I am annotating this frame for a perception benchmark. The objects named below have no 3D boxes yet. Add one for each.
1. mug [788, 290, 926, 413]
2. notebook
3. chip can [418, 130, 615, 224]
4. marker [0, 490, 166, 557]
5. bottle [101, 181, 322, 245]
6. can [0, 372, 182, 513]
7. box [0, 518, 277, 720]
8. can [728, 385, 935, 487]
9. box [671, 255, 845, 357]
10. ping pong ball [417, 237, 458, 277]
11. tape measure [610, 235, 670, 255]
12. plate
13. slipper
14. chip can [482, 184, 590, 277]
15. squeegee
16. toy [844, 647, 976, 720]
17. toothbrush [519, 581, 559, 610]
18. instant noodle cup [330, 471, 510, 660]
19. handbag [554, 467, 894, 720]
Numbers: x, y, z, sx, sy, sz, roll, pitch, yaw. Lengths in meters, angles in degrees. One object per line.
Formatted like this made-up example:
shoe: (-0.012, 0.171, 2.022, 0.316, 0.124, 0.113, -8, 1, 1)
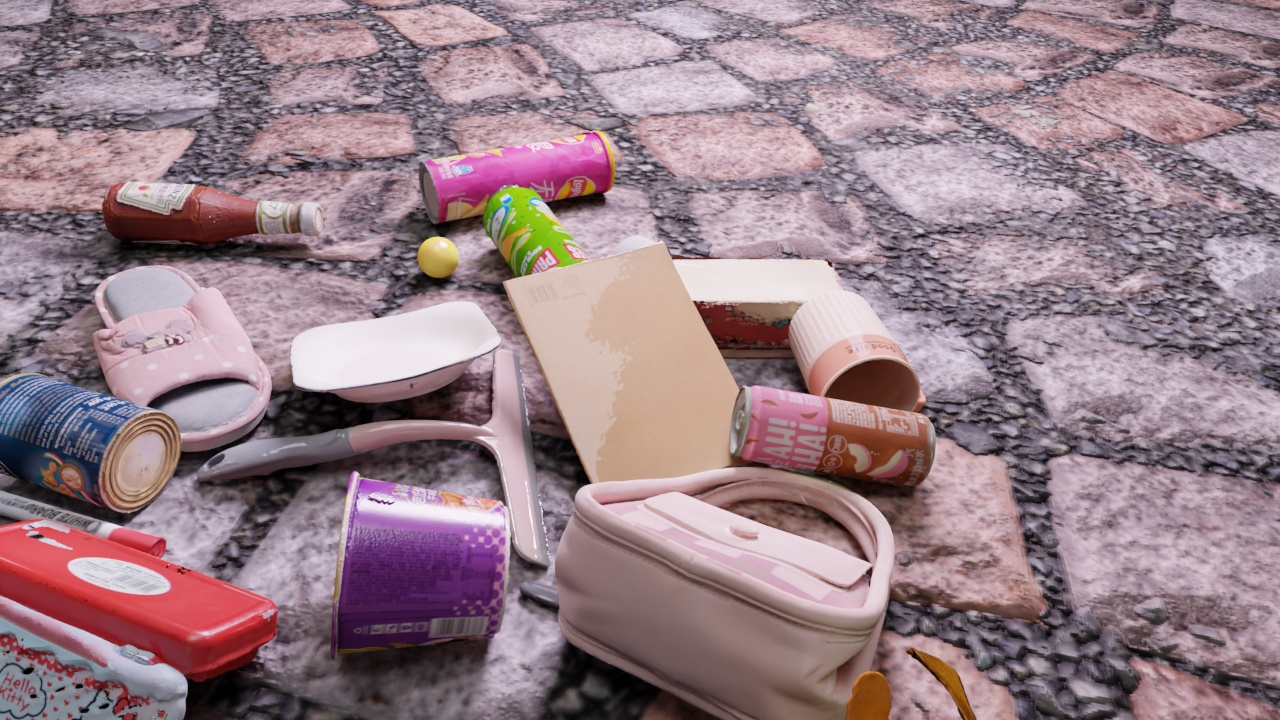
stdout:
mug: (0.189, 0.006, 0.779, 0.114, 0.082, 0.105, 21, 30, -23)
notebook: (-0.004, 0.004, 0.738, 0.149, 0.012, 0.211, -16, 66, -23)
chip can: (-0.136, -0.205, 1.026, 0.210, 0.071, 0.071, -16, 41, -24)
marker: (-0.392, 0.111, 0.629, 0.145, 0.017, 0.017, 13, 38, 11)
bottle: (-0.430, -0.147, 0.931, 0.206, 0.060, 0.059, 2, 37, -2)
can: (-0.396, 0.058, 0.650, 0.111, 0.075, 0.075, 14, 38, 12)
box: (-0.332, 0.172, 0.537, 0.201, 0.098, 0.118, 14, 6, 15)
can: (0.145, 0.058, 0.700, 0.147, 0.058, 0.057, 10, 37, -3)
box: (0.101, -0.056, 0.845, 0.168, 0.076, 0.091, 0, 36, -5)
ping pong ball: (-0.200, -0.102, 0.908, 0.040, 0.040, 0.040, 2, 37, -2)
tape measure: (-0.002, -0.086, 0.884, 0.065, 0.066, 0.033, -29, 47, -35)
plate: (-0.201, -0.003, 0.757, 0.164, 0.034, 0.163, -12, 23, -17)
slipper: (-0.393, -0.019, 0.770, 0.114, 0.055, 0.274, -21, 43, -29)
chip can: (-0.084, -0.087, 0.875, 0.072, 0.072, 0.236, -14, 40, -22)
squeegee: (-0.204, 0.064, 0.691, 0.249, 0.040, 0.247, -5, 38, -10)
toy: (0.146, 0.236, 0.401, 0.227, 0.090, 0.246, 60, 33, 3)
toothbrush: (0.005, 0.171, 0.587, 0.181, 0.018, 0.015, 14, 41, 15)
instant noodle cup: (-0.134, 0.126, 0.565, 0.099, 0.112, 0.111, 4, 36, -15)
handbag: (0.078, 0.127, 0.597, 0.193, 0.093, 0.233, 19, 21, 28)
